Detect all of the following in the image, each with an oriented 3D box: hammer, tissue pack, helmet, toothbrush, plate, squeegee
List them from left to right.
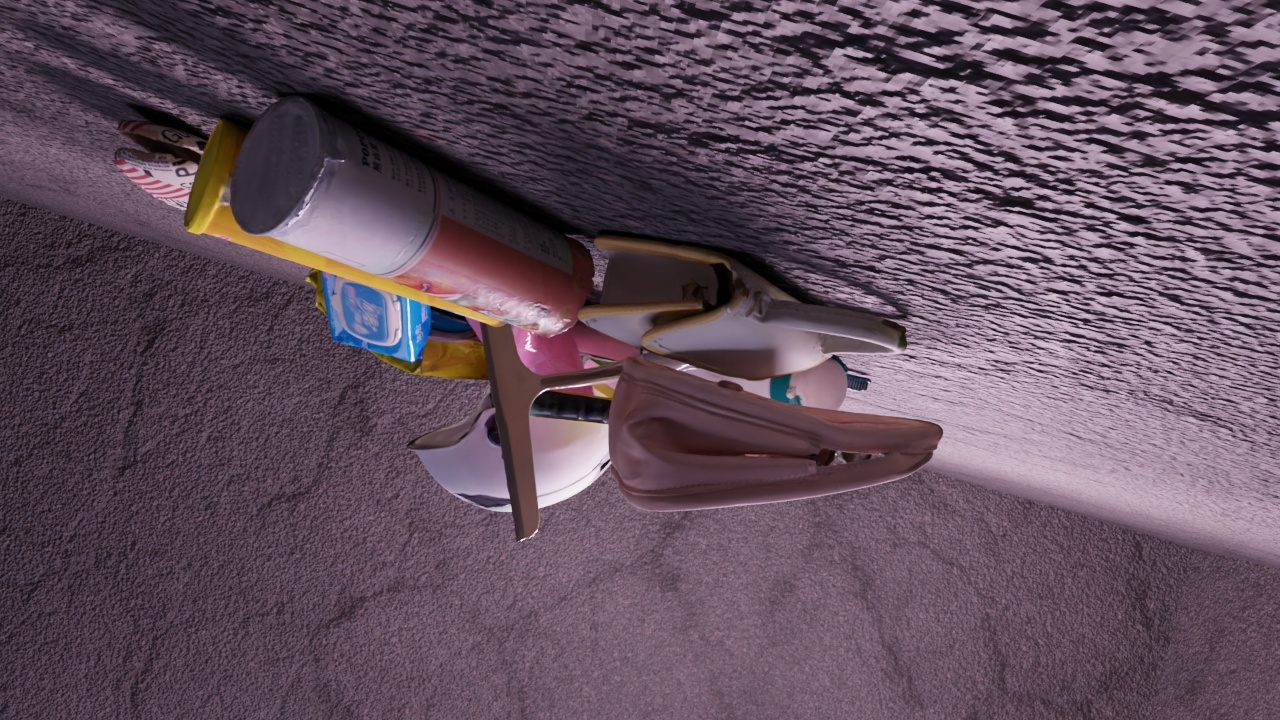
[{"bbox_3d":[-0.247,-0.064,0.854,0.095,0.052,0.157,16,135,4],"label":"tissue pack"},{"bbox_3d":[-0.124,0.095,1.074,0.146,0.258,0.229,62,171,-7],"label":"helmet"},{"bbox_3d":[-0.040,-0.025,1.030,0.192,0.039,0.192,13,-178,-1],"label":"plate"},{"bbox_3d":[-0.005,0.005,0.771,0.246,0.246,0.039,-10,170,-8],"label":"squeegee"},{"bbox_3d":[0.034,0.054,0.826,0.323,0.032,0.126,8,-178,-9],"label":"hammer"},{"bbox_3d":[0.139,0.003,0.931,0.192,0.018,0.016,14,176,27],"label":"toothbrush"}]

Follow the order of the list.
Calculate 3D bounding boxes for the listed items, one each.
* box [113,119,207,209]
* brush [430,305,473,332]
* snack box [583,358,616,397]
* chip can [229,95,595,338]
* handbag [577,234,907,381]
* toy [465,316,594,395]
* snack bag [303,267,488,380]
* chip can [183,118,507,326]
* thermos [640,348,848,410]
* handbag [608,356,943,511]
[{"bbox_3d":[-0.326,-0.129,0.668,0.074,0.064,0.164,32,176,-2],"label":"box"},{"bbox_3d":[-0.209,-0.066,0.943,0.055,0.073,0.143,-31,150,29],"label":"brush"},{"bbox_3d":[0.003,0.032,0.983,0.086,0.026,0.156,31,-171,20],"label":"snack box"},{"bbox_3d":[-0.115,-0.072,0.523,0.071,0.071,0.214,14,176,37],"label":"chip can"},{"bbox_3d":[0.070,-0.022,0.576,0.179,0.063,0.163,10,175,34],"label":"handbag"},{"bbox_3d":[-0.109,-0.027,0.868,0.194,0.074,0.178,49,175,-2],"label":"toy"},{"bbox_3d":[-0.253,-0.041,1.042,0.246,0.068,0.157,32,-162,36],"label":"snack bag"},{"bbox_3d":[-0.179,-0.085,0.605,0.213,0.072,0.072,18,176,-34],"label":"chip can"},{"bbox_3d":[0.094,0.009,0.859,0.073,0.073,0.225,19,176,-37],"label":"thermos"},{"bbox_3d":[0.095,0.052,0.652,0.234,0.093,0.193,4,-178,-4],"label":"handbag"}]
